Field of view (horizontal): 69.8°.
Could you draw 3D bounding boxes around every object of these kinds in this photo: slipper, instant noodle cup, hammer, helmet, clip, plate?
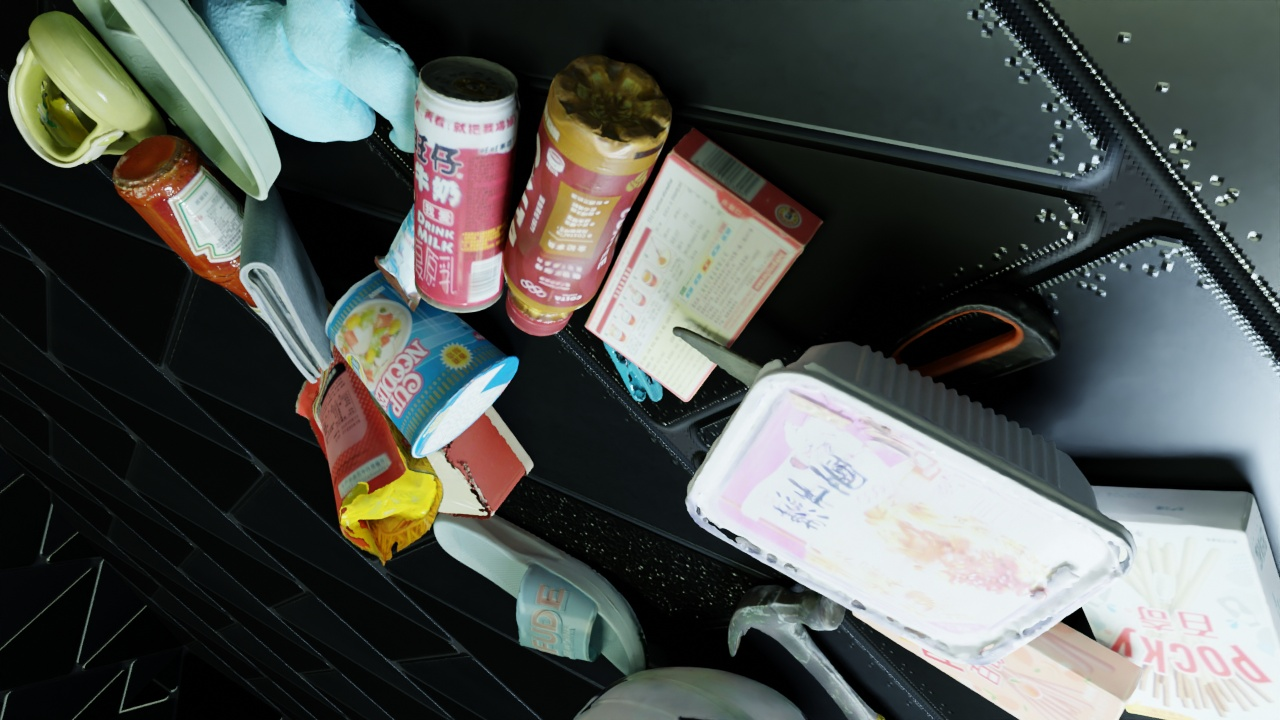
[{"bbox_3d":[-0.099,0.217,0.848,0.245,0.074,0.104,28,143,17],"label":"slipper"},{"bbox_3d":[0.121,0.062,0.436,0.173,0.060,0.138,29,139,5],"label":"instant noodle cup"},{"bbox_3d":[0.184,0.288,0.707,0.323,0.031,0.126,50,144,-15],"label":"hammer"},{"bbox_3d":[0.046,0.329,0.758,0.259,0.145,0.228,-17,158,39],"label":"helmet"},{"bbox_3d":[-0.386,-0.178,0.622,0.091,0.081,0.191,58,164,-18],"label":"slipper"},{"bbox_3d":[-0.004,0.004,0.575,0.046,0.014,0.057,0,129,40],"label":"clip"},{"bbox_3d":[-0.158,-0.004,0.644,0.110,0.099,0.099,43,146,8],"label":"instant noodle cup"},{"bbox_3d":[-0.297,-0.198,0.552,0.230,0.027,0.230,41,162,17],"label":"plate"}]

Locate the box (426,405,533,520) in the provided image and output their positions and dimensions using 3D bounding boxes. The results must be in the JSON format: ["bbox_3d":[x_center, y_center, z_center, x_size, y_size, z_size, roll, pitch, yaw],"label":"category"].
[{"bbox_3d":[-0.183,0.084,0.771,0.169,0.077,0.091,-5,127,44],"label":"box"}]

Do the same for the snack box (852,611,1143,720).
[{"bbox_3d":[0.197,0.160,0.531,0.157,0.026,0.084,28,147,33],"label":"snack box"}]

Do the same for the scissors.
[{"bbox_3d":[0.122,0.039,0.477,0.221,0.021,0.231,44,138,-13],"label":"scissors"}]

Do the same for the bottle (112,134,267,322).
[{"bbox_3d":[-0.315,-0.081,0.707,0.060,0.059,0.206,20,153,26],"label":"bottle"}]

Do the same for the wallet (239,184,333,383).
[{"bbox_3d":[-0.256,-0.054,0.656,0.129,0.037,0.107,-119,12,-51],"label":"wallet"}]

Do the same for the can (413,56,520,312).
[{"bbox_3d":[-0.096,-0.093,0.501,0.053,0.053,0.133,28,134,16],"label":"can"}]

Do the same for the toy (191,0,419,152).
[{"bbox_3d":[-0.187,-0.166,0.519,0.161,0.049,0.157,43,148,-8],"label":"toy"}]

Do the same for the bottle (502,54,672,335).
[{"bbox_3d":[-0.036,-0.074,0.478,0.057,0.057,0.175,36,145,4],"label":"bottle"}]

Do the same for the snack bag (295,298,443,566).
[{"bbox_3d":[-0.226,0.051,0.715,0.208,0.073,0.129,49,133,40],"label":"snack bag"}]

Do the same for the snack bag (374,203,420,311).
[{"bbox_3d":[-0.138,-0.078,0.580,0.048,0.026,0.104,48,126,5],"label":"snack bag"}]

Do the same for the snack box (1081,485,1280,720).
[{"bbox_3d":[0.268,0.125,0.453,0.085,0.026,0.157,-5,125,45],"label":"snack box"}]

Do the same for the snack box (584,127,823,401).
[{"bbox_3d":[0.026,-0.042,0.485,0.077,0.026,0.156,36,145,3],"label":"snack box"}]
